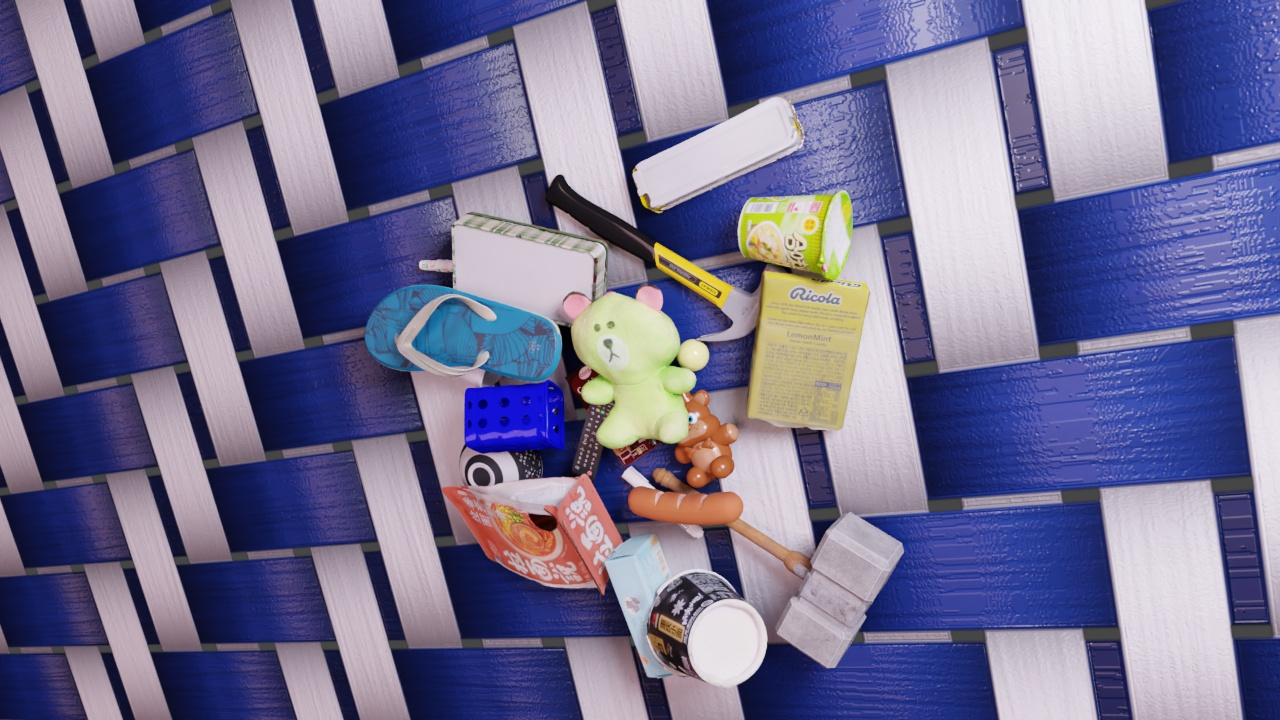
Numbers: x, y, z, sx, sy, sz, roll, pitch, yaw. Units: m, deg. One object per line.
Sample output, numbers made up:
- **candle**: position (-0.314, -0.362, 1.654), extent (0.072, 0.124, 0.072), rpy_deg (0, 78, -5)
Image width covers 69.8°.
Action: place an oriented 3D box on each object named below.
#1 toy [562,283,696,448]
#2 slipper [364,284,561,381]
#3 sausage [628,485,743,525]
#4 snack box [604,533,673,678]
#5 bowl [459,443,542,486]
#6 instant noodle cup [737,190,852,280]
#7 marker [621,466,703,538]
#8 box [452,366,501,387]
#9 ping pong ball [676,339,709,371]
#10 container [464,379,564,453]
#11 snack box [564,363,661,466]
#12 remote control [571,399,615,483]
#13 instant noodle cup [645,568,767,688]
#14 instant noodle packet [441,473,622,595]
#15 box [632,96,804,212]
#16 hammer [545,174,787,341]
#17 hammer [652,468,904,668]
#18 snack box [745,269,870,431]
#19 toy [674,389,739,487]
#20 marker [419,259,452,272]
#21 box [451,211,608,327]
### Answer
- **toy**: position (-0.007, 0.007, 1.118), extent (0.150, 0.107, 0.196), rpy_deg (-8, 85, 25)
- **slipper**: position (-0.239, -0.035, 1.172), extent (0.295, 0.060, 0.118), rpy_deg (9, 88, 21)
- **sausage**: position (0.055, 0.182, 1.148), extent (0.165, 0.039, 0.044), rpy_deg (-2, 94, 37)
- **snack box**: position (0.015, 0.325, 1.223), extent (0.053, 0.074, 0.174), rpy_deg (-19, 95, 25)
- **bowl**: position (-0.205, 0.152, 1.278), extent (0.120, 0.066, 0.120), rpy_deg (6, 105, 22)
- **instant noodle cup**: position (0.173, -0.146, 1.035), extent (0.108, 0.098, 0.099), rpy_deg (11, 107, 29)
- **marker**: position (0.031, 0.188, 1.214), extent (0.133, 0.017, 0.020), rpy_deg (39, 113, 10)
- **box**: position (-0.205, -0.022, 1.231), extent (0.156, 0.084, 0.126), rpy_deg (28, 105, 13)
- **ping pong ball**: position (0.065, -0.006, 1.140), extent (0.040, 0.040, 0.040), rpy_deg (6, 105, 22)
- **container**: position (-0.166, 0.076, 1.209), extent (0.114, 0.084, 0.085), rpy_deg (-5, 75, 10)
- **snack box**: position (-0.036, 0.065, 1.204), extent (0.051, 0.031, 0.141), rpy_deg (-35, 88, 26)
- **remote control**: position (-0.057, 0.092, 1.192), extent (0.033, 0.015, 0.147), rpy_deg (23, 110, 17)
- **instant noodle cup**: position (0.087, 0.337, 1.141), extent (0.137, 0.112, 0.137), rpy_deg (1, 87, -18)
- **instant noodle packet**: position (-0.152, 0.228, 1.251), extent (0.221, 0.083, 0.164), rpy_deg (0, 132, 31)
- **box**: position (0.089, -0.239, 1.080), extent (0.210, 0.037, 0.064), rpy_deg (-21, 89, 26)
- **hammer**: position (0.016, -0.134, 1.138), extent (0.324, 0.029, 0.127), rpy_deg (32, 113, 14)
- **hammer**: position (0.145, 0.221, 1.150), extent (0.318, 0.082, 0.163), rpy_deg (31, 113, 22)
- **snack box**: position (0.192, -0.009, 1.073), extent (0.121, 0.045, 0.181), rpy_deg (7, 109, 5)
- **toy**: position (0.072, 0.090, 1.149), extent (0.095, 0.065, 0.127), rpy_deg (-28, 86, 31)
- **marker**: position (-0.237, -0.128, 1.251), extent (0.146, 0.017, 0.017), rpy_deg (4, 104, 22)
- **box**: position (-0.142, -0.116, 1.176), extent (0.206, 0.050, 0.118), rpy_deg (12, 120, 15)
